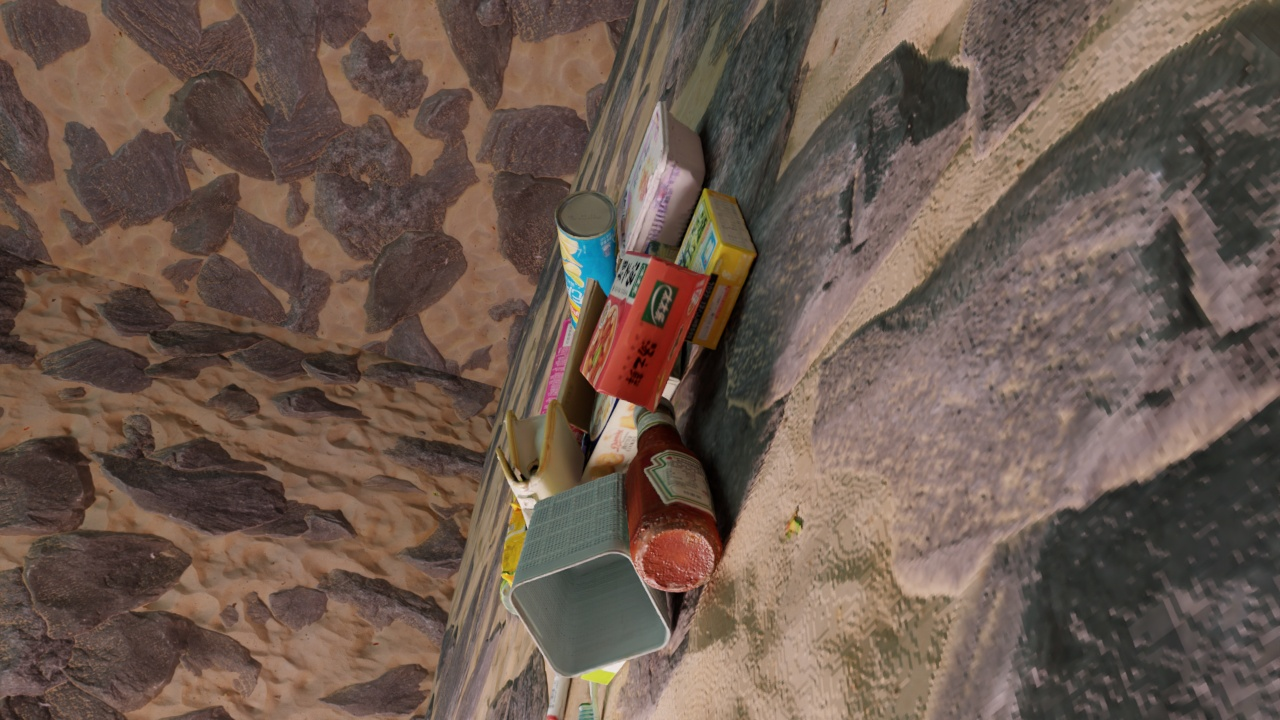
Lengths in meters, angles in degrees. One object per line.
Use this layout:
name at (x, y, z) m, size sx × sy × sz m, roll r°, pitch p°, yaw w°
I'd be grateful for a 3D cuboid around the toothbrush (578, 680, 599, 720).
toothbrush at (-0.043, 0.214, 0.808) m, size 0.027 × 0.027 × 0.224 m, roll 107°, pitch 164°, yaw -48°

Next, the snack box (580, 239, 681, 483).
snack box at (-0.005, 0.005, 0.911) m, size 0.178 × 0.045 × 0.182 m, roll 116°, pitch 166°, yaw -44°

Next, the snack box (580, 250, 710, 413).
snack box at (-0.001, -0.027, 0.730) m, size 0.127 × 0.044 × 0.113 m, roll -146°, pitch 77°, yaw -75°

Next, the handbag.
handbag at (-0.089, 0.149, 0.885) m, size 0.178 × 0.063 × 0.163 m, roll -92°, pitch -15°, yaw -50°

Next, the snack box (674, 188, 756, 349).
snack box at (0.057, -0.079, 0.756) m, size 0.140 × 0.033 × 0.087 m, roll -98°, pitch 26°, yaw -61°

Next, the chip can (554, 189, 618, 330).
chip can at (-0.057, -0.107, 1.095) m, size 0.211 × 0.071 × 0.071 m, roll 87°, pitch -169°, yaw -59°

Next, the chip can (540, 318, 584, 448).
chip can at (-0.093, 0.050, 1.226) m, size 0.072 × 0.071 × 0.210 m, roll 131°, pitch 154°, yaw -66°

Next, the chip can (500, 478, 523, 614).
chip can at (-0.132, 0.228, 1.152) m, size 0.221 × 0.072 × 0.073 m, roll -96°, pitch 25°, yaw -64°

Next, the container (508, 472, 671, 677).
container at (-0.034, 0.149, 0.664) m, size 0.111 × 0.090 × 0.090 m, roll -91°, pitch -22°, yaw -65°

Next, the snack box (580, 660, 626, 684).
snack box at (-0.018, 0.179, 0.768) m, size 0.086 × 0.026 × 0.156 m, roll 118°, pitch 165°, yaw -44°

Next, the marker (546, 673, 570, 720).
marker at (-0.072, 0.288, 0.910) m, size 0.017 × 0.017 × 0.145 m, roll 124°, pitch 159°, yaw -58°

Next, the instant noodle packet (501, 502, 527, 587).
instant noodle packet at (-0.107, 0.222, 0.965) m, size 0.110 × 0.044 × 0.128 m, roll -97°, pitch -13°, yaw -57°

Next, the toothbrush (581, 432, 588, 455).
toothbrush at (-0.057, 0.059, 1.181) m, size 0.017 × 0.014 × 0.189 m, roll -7°, pitch 67°, yaw 65°

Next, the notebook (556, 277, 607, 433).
notebook at (-0.052, 0.005, 1.040) m, size 0.211 × 0.012 × 0.149 m, roll 49°, pitch -125°, yaw -76°

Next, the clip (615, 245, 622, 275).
clip at (-0.014, -0.088, 1.044) m, size 0.102 × 0.094 × 0.035 m, roll -55°, pitch 19°, yaw 29°

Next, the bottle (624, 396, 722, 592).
bottle at (0.016, 0.082, 0.653) m, size 0.205 × 0.059 × 0.060 m, roll -99°, pitch 28°, yaw -67°

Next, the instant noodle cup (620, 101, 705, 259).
instant noodle cup at (0.025, -0.191, 1.007) m, size 0.173 × 0.060 × 0.138 m, roll -88°, pitch 17°, yaw -57°
